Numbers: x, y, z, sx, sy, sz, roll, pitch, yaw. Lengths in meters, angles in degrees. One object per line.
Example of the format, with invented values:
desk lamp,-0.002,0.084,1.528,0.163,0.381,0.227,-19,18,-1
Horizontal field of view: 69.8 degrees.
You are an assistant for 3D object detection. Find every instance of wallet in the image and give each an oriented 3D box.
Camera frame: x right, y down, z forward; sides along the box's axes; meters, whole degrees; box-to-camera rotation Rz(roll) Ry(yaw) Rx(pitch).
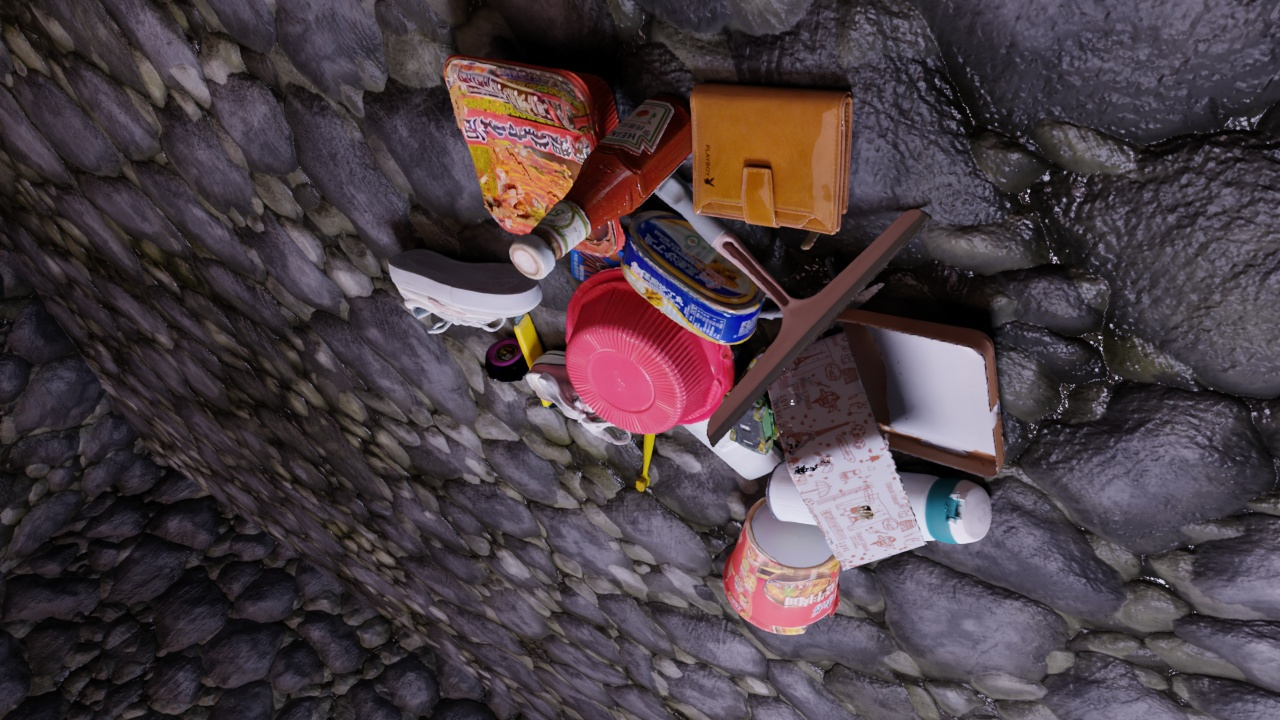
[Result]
wallet,0.100,-0.153,0.717,0.131,0.035,0.119,14,116,33

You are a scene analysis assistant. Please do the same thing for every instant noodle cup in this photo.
instant noodle cup,0.166,0.223,1.047,0.138,0.137,0.109,25,136,22
instant noodle cup,-0.081,-0.192,0.829,0.165,0.078,0.189,20,141,30
instant noodle cup,-0.005,0.005,0.921,0.194,0.065,0.194,20,136,21

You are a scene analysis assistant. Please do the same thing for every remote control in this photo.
remote control,0.097,0.081,1.007,0.136,0.020,0.056,41,128,-23

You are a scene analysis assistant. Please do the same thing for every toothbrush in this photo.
toothbrush,0.206,-0.018,0.814,0.017,0.014,0.189,5,135,52
toothbrush,0.007,0.115,1.172,0.016,0.016,0.190,28,146,16

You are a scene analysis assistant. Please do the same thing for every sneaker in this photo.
sneaker,-0.210,-0.069,1.095,0.243,0.089,0.091,15,125,39
sneaker,-0.046,0.041,1.066,0.241,0.087,0.118,5,134,36

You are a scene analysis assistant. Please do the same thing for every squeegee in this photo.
squeegee,0.073,-0.101,0.781,0.249,0.248,0.040,49,-163,23

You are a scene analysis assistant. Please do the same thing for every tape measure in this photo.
tape measure,-0.168,0.001,1.173,0.057,0.057,0.039,1,140,18

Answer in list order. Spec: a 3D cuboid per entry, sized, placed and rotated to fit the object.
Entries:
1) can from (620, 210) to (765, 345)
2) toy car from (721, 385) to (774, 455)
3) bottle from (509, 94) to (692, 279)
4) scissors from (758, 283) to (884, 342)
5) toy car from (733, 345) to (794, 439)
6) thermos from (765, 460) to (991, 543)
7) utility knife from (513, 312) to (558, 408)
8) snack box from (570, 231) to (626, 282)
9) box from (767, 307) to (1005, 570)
can,0.047,-0.078,0.841,0.148,0.074,0.049,38,148,19
toy car,0.109,0.057,0.901,0.043,0.036,0.091,23,152,31
bottle,-0.027,-0.137,0.724,0.060,0.205,0.060,27,145,21
scissors,0.163,-0.034,0.822,0.175,0.014,0.160,29,152,27
toy car,0.132,0.030,0.916,0.070,0.042,0.158,36,156,5
thermos,0.239,0.143,0.931,0.225,0.073,0.073,0,130,45
utility knife,-0.130,-0.001,1.160,0.015,0.033,0.165,18,139,37
snack box,-0.001,-0.083,0.926,0.157,0.026,0.085,30,151,15
box,0.221,0.056,0.778,0.181,0.153,0.182,-19,135,14
